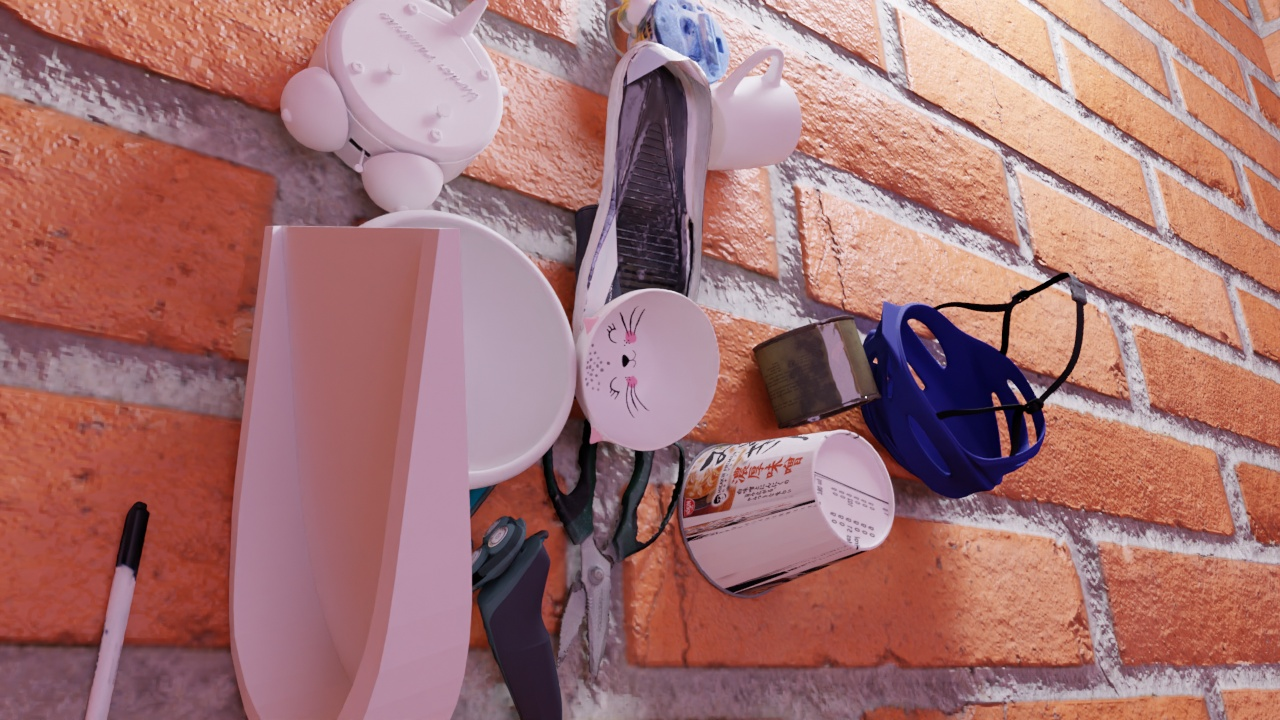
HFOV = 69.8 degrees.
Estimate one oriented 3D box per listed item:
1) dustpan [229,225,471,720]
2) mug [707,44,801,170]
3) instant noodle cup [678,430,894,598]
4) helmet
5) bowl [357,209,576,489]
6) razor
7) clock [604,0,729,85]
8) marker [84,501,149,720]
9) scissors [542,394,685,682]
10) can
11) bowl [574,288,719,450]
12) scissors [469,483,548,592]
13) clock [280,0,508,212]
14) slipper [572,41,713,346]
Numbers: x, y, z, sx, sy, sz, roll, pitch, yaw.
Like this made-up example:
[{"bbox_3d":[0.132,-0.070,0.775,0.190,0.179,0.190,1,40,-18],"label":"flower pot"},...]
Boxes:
[{"bbox_3d":[-0.153,0.067,0.434,0.053,0.192,0.258,-8,102,-40],"label":"dustpan"},{"bbox_3d":[0.089,-0.223,0.812,0.087,0.114,0.081,-18,51,-36],"label":"mug"},{"bbox_3d":[0.114,0.108,0.688,0.123,0.122,0.123,15,63,-33],"label":"instant noodle cup"},{"bbox_3d":[0.307,0.020,0.808,0.241,0.228,0.147,37,45,-25],"label":"helmet"},{"bbox_3d":[-0.130,-0.001,0.575,0.176,0.066,0.176,15,63,-33],"label":"bowl"},{"bbox_3d":[-0.070,0.167,0.560,0.052,0.047,0.143,-16,98,-16],"label":"razor"},{"bbox_3d":[0.022,-0.282,0.819,0.125,0.052,0.088,4,70,-37],"label":"clock"},{"bbox_3d":[-0.260,0.144,0.450,0.011,0.011,0.152,15,64,-34],"label":"marker"},{"bbox_3d":[-0.012,0.128,0.653,0.137,0.015,0.209,16,63,-35],"label":"scissors"},{"bbox_3d":[0.149,0.011,0.776,0.089,0.090,0.074,-10,79,-41],"label":"can"},{"bbox_3d":[-0.004,0.004,0.656,0.114,0.051,0.115,-6,102,-32],"label":"bowl"},{"bbox_3d":[-0.115,0.125,0.569,0.126,0.019,0.154,19,63,-30],"label":"scissors"},{"bbox_3d":[-0.157,-0.184,0.623,0.125,0.073,0.160,40,52,-20],"label":"clock"},{"bbox_3d":[-0.005,-0.109,0.713,0.111,0.063,0.264,8,90,-37],"label":"slipper"}]
